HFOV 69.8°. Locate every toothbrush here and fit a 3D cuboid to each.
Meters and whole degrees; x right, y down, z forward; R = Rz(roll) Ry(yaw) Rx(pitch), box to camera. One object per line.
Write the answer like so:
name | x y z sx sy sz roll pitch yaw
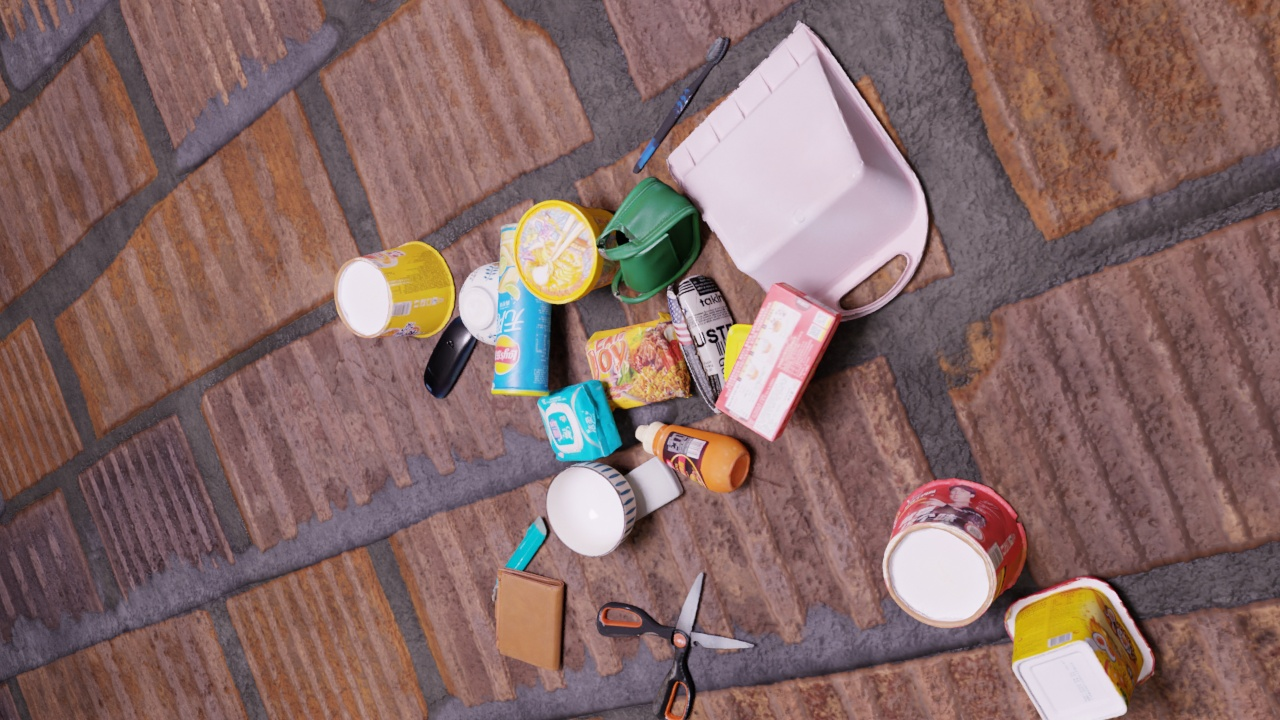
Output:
toothbrush | 0.042 -0.291 1.055 0.014 0.016 0.190 51 120 21

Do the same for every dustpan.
dustpan | 0.178 -0.181 1.003 0.223 0.138 0.273 -38 52 31

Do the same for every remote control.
remote control | -0.014 0.177 1.176 0.150 0.021 0.058 -34 82 30
remote control | -0.272 -0.002 1.288 0.053 0.024 0.137 41 117 18

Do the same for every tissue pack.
tissue pack | -0.077 0.077 1.148 0.134 0.050 0.093 -16 93 62

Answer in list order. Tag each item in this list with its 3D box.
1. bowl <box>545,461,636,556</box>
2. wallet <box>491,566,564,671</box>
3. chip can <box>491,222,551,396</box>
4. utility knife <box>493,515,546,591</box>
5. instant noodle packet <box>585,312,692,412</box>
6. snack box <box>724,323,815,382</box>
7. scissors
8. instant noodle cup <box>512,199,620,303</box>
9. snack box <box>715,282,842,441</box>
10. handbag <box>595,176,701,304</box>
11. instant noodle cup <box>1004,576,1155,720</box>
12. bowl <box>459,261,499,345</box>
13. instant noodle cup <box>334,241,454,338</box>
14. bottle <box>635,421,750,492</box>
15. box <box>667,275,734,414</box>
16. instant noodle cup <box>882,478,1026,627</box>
bowl | -0.053 0.179 1.147 0.117 0.066 0.116 6 103 29
wallet | -0.158 0.362 1.288 0.108 0.031 0.132 9 105 22
chip can | -0.146 -0.061 1.146 0.071 0.071 0.210 0 86 30
utility knife | -0.170 0.279 1.293 0.029 0.013 0.167 45 121 17
instant noodle packet | -0.007 0.007 1.127 0.129 0.044 0.110 -15 88 32
snack box | 0.148 -0.006 1.012 0.091 0.080 0.082 11 106 28
scissors | 0.039 0.371 1.184 0.234 0.021 0.221 4 102 30
instant noodle cup | -0.072 -0.133 1.094 0.119 0.114 0.118 6 103 29
snack box | 0.142 0.002 0.955 0.075 0.025 0.153 32 113 22
handbag | 0.007 -0.133 1.032 0.120 0.131 0.068 -42 71 -12
instant noodle cup | 0.420 0.289 0.888 0.116 0.123 0.116 -33 82 30
bowl | -0.198 -0.071 1.211 0.114 0.062 0.113 7 104 28
instant noodle cup | -0.343 -0.091 1.263 0.138 0.109 0.138 7 104 30
bottle | 0.057 0.108 1.103 0.150 0.066 0.067 18 108 33
box | 0.067 -0.014 1.068 0.082 0.075 0.163 -19 93 42
instant noodle cup | 0.316 0.200 0.940 0.138 0.108 0.138 6 102 29
